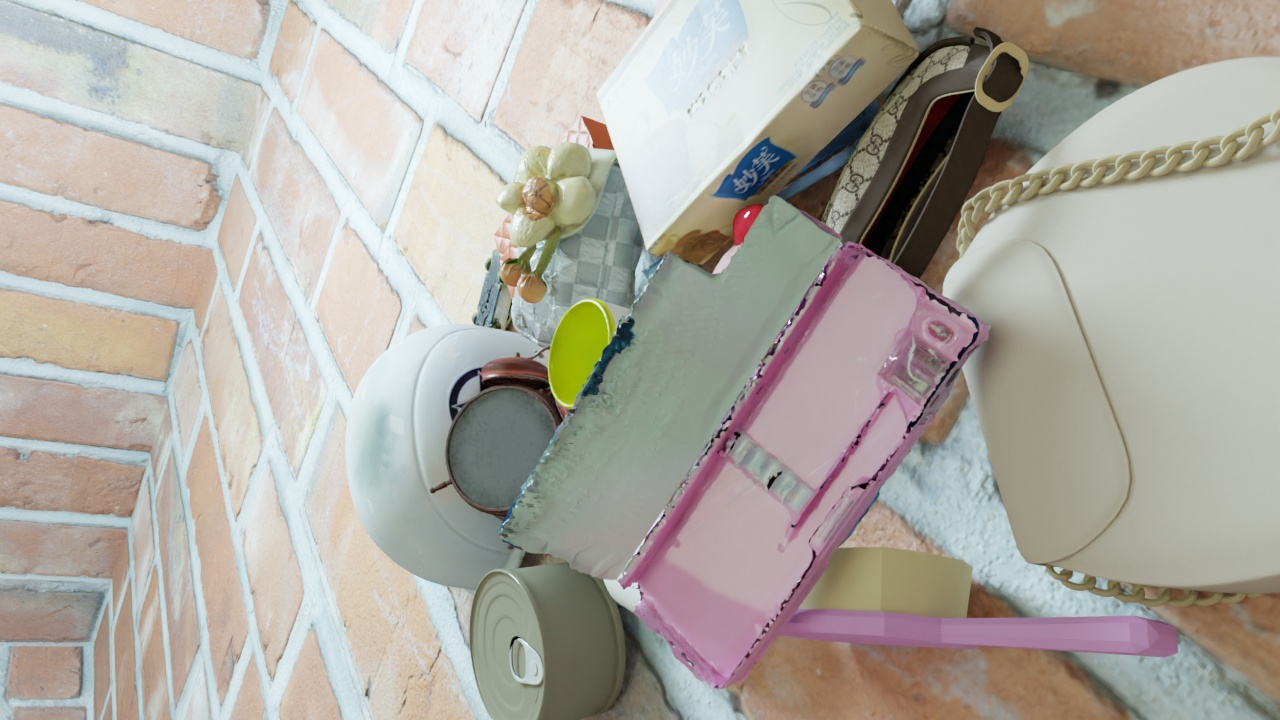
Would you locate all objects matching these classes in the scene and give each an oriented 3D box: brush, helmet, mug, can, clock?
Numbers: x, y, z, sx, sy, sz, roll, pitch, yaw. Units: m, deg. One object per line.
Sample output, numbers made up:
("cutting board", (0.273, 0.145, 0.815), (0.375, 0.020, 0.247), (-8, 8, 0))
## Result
("brush", (0.147, 0.121, 0.462), (0.229, 0.089, 0.043), (-20, 58, 53))
("helmet", (-0.198, 0.091, 0.885), (0.237, 0.163, 0.263), (-20, 64, 51))
("mug", (-0.004, 0.004, 0.695), (0.083, 0.106, 0.082), (-22, 62, 49))
("can", (-0.076, 0.227, 0.734), (0.128, 0.073, 0.128), (0, 90, 54))
("clock", (-0.090, 0.062, 0.744), (0.120, 0.072, 0.157), (30, 89, 23))

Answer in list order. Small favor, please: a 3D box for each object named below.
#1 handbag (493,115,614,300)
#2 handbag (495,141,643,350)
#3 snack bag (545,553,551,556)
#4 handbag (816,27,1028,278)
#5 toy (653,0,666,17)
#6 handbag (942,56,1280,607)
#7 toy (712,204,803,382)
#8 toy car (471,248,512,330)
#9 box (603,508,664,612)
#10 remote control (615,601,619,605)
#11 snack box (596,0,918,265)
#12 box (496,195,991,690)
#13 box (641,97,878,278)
("handbag", (-0.078, -0.134, 0.883), (0.172, 0.060, 0.108), (-45, 50, 36))
("handbag", (-0.061, -0.089, 0.750), (0.113, 0.123, 0.171), (13, 100, 33))
("snack bag", (-0.058, 0.071, 0.803), (0.070, 0.016, 0.196), (-23, 56, 62))
("handbag", (0.155, -0.100, 0.505), (0.167, 0.063, 0.138), (-61, 9, 20))
("toy", (0.047, -0.307, 0.769), (0.093, 0.050, 0.102), (-54, 45, 25))
("handbag", (0.232, -0.012, 0.384), (0.209, 0.103, 0.210), (-39, 48, 46))
("toy", (0.061, -0.027, 0.607), (0.097, 0.124, 0.131), (21, 82, 25))
("toy car", (-0.152, -0.065, 0.978), (0.048, 0.033, 0.105), (43, 122, 55))
("box", (0.022, 0.129, 0.602), (0.083, 0.144, 0.137), (-40, 31, -23))
("remote control", (-0.025, 0.124, 0.760), (0.074, 0.019, 0.151), (7, 85, 54))
("snack box", (0.061, -0.185, 0.601), (0.208, 0.055, 0.153), (-42, 53, 40))
("box", (0.047, 0.038, 0.469), (0.231, 0.159, 0.066), (-58, -4, 15))
("box", (0.083, -0.132, 0.673), (0.210, 0.049, 0.120), (-25, 46, 48))
